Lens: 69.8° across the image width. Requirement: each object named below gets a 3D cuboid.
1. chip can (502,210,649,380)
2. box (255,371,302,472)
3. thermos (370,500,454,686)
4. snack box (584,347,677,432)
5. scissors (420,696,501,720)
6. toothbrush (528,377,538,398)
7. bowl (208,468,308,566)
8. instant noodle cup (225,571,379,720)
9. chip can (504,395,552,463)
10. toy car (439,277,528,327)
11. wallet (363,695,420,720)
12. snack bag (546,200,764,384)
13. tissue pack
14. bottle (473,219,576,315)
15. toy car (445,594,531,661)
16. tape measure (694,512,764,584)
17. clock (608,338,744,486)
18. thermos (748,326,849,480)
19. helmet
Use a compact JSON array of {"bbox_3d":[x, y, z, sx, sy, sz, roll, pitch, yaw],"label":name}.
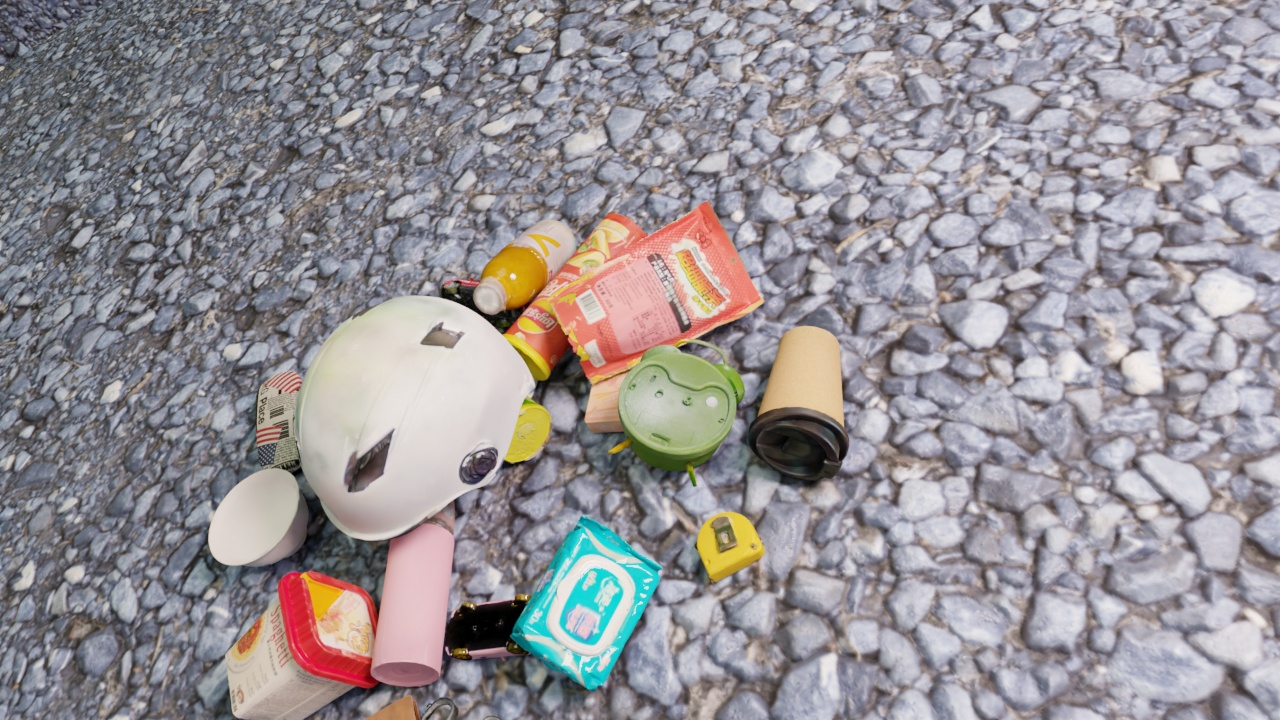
[{"bbox_3d":[-0.074,-0.077,1.070,0.073,0.073,0.216,21,62,35],"label":"chip can"},{"bbox_3d":[-0.451,0.079,1.162,0.068,0.051,0.164,-33,47,13],"label":"box"},{"bbox_3d":[-0.230,0.216,0.922,0.067,0.087,0.198,-17,50,19],"label":"thermos"},{"bbox_3d":[-0.006,0.006,1.014,0.085,0.026,0.157,-4,55,21],"label":"snack box"},{"bbox_3d":[-0.182,0.378,0.804,0.163,0.014,0.164,-18,44,-8],"label":"scissors"},{"bbox_3d":[-0.112,-0.030,1.095,0.016,0.017,0.187,3,58,24],"label":"toothbrush"},{"bbox_3d":[-0.421,0.190,1.045,0.118,0.065,0.118,-12,52,16],"label":"bowl"},{"bbox_3d":[-0.335,0.291,0.907,0.124,0.116,0.116,-40,49,8],"label":"instant noodle cup"},{"bbox_3d":[-0.190,0.031,1.051,0.072,0.072,0.221,-44,50,-11],"label":"chip can"},{"bbox_3d":[-0.195,-0.075,1.145,0.121,0.053,0.045,8,33,22],"label":"toy car"},{"bbox_3d":[-0.243,0.384,0.850,0.101,0.020,0.115,-29,47,2],"label":"wallet"},{"bbox_3d":[0.013,-0.068,0.983,0.208,0.073,0.128,-28,92,2],"label":"snack bag"},{"bbox_3d":[-0.047,0.219,0.835,0.093,0.050,0.133,32,67,-4],"label":"tissue pack"},{"bbox_3d":[-0.138,-0.109,1.087,0.068,0.068,0.189,-3,26,23],"label":"bottle"},{"bbox_3d":[-0.135,0.258,0.883,0.123,0.037,0.056,-15,52,30],"label":"toy car"},{"bbox_3d":[0.080,0.169,0.852,0.060,0.029,0.057,-28,48,3],"label":"tape measure"},{"bbox_3d":[0.041,0.041,0.927,0.116,0.056,0.160,20,58,9],"label":"clock"},{"bbox_3d":[0.156,0.039,0.880,0.093,0.093,0.143,-4,46,22],"label":"thermos"},{"bbox_3d":[-0.245,0.035,0.918,0.229,0.146,0.258,18,60,32],"label":"helmet"}]
